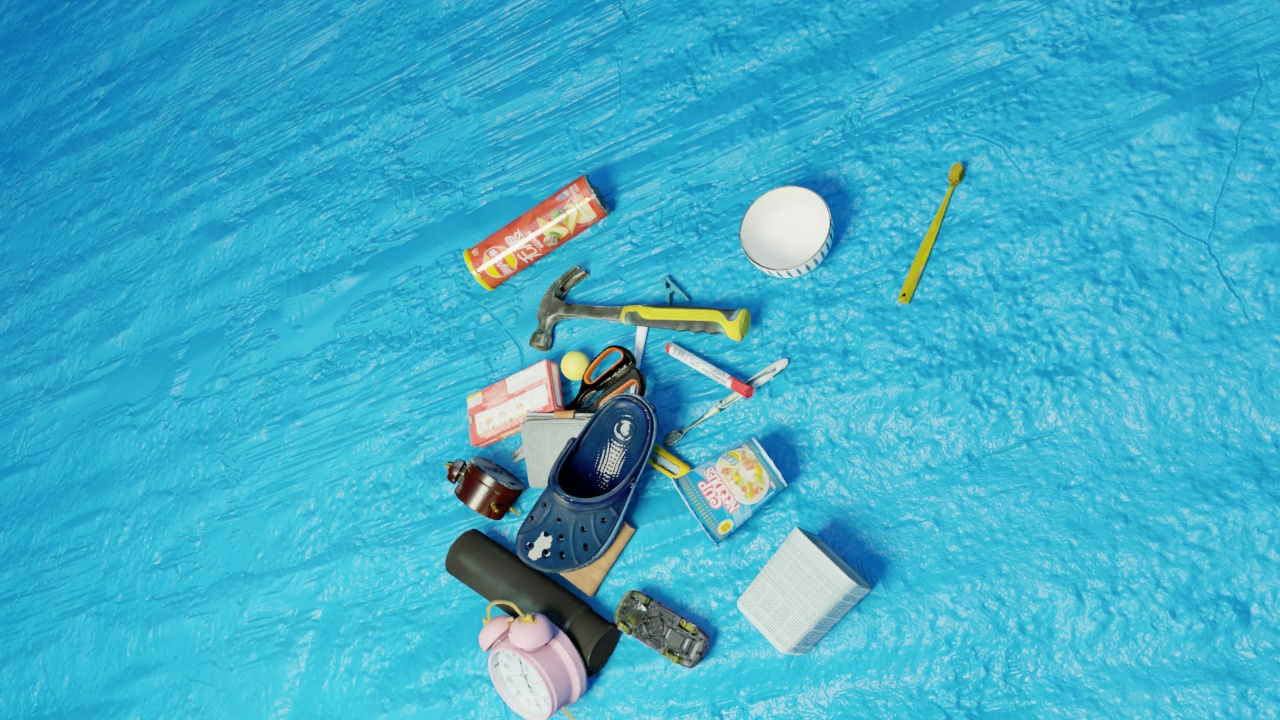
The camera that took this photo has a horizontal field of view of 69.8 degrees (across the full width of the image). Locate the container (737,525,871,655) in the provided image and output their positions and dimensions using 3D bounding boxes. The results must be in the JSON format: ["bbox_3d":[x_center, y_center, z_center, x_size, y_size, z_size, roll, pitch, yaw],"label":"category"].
[{"bbox_3d":[0.176,0.256,1.004,0.111,0.090,0.090,-49,58,4],"label":"container"}]

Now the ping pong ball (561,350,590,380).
[{"bbox_3d":[-0.088,0.007,1.248,0.040,0.040,0.040,-9,68,22],"label":"ping pong ball"}]

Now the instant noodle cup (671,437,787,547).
[{"bbox_3d":[0.108,0.148,1.078,0.110,0.099,0.099,-35,60,1],"label":"instant noodle cup"}]

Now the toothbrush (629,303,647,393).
[{"bbox_3d":[-0.007,0.007,1.224,0.016,0.016,0.180,1,72,26],"label":"toothbrush"}]

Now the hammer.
[{"bbox_3d":[-0.004,-0.063,1.226,0.324,0.032,0.126,5,72,32],"label":"hammer"}]

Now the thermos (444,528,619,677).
[{"bbox_3d":[-0.142,0.307,1.150,0.243,0.068,0.090,27,106,30],"label":"thermos"}]

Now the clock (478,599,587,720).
[{"bbox_3d":[-0.132,0.350,1.083,0.117,0.059,0.158,-17,99,44],"label":"clock"}]

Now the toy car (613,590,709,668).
[{"bbox_3d":[0.025,0.315,1.077,0.120,0.045,0.053,26,81,25],"label":"toy car"}]

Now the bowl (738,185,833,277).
[{"bbox_3d":[0.190,-0.155,1.163,0.117,0.066,0.116,-8,69,22],"label":"bowl"}]

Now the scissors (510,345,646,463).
[{"bbox_3d":[-0.094,0.059,1.235,0.235,0.021,0.139,-17,72,26],"label":"scissors"}]

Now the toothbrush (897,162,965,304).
[{"bbox_3d":[0.353,-0.156,1.115,0.016,0.016,0.190,20,81,30],"label":"toothbrush"}]

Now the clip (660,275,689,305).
[{"bbox_3d":[0.043,-0.093,1.240,0.034,0.013,0.055,-35,60,8],"label":"clip"}]

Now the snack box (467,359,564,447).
[{"bbox_3d":[-0.174,0.061,1.261,0.153,0.025,0.075,-25,63,28],"label":"snack box"}]

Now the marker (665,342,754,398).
[{"bbox_3d":[0.086,0.011,1.169,0.145,0.017,0.017,31,86,39],"label":"marker"}]

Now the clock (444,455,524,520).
[{"bbox_3d":[-0.211,0.164,1.225,0.122,0.082,0.055,33,93,29],"label":"clock"}]

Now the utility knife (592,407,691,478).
[{"bbox_3d":[0.007,0.111,1.163,0.176,0.015,0.033,32,109,19],"label":"utility knife"}]

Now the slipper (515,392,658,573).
[{"bbox_3d":[-0.062,0.154,1.105,0.105,0.095,0.253,34,95,16],"label":"slipper"}]

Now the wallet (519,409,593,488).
[{"bbox_3d":[-0.090,0.115,1.195,0.130,0.036,0.106,-2,103,25],"label":"wallet"}]

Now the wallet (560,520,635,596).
[{"bbox_3d":[-0.079,0.225,1.164,0.115,0.020,0.101,31,85,18],"label":"wallet"}]

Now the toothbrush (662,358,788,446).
[{"bbox_3d":[0.105,0.052,1.154,0.192,0.018,0.016,-35,60,10],"label":"toothbrush"}]

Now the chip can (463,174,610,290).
[{"bbox_3d":[-0.150,-0.184,1.332,0.217,0.073,0.073,-30,61,12],"label":"chip can"}]
